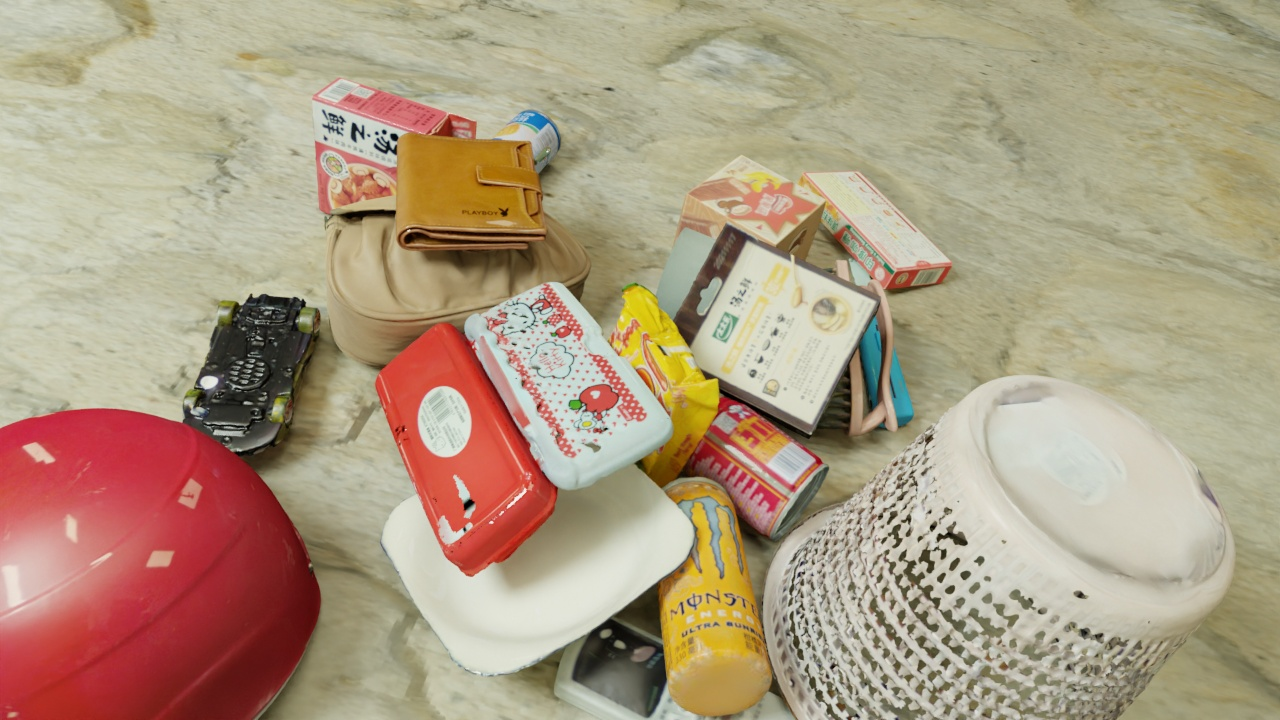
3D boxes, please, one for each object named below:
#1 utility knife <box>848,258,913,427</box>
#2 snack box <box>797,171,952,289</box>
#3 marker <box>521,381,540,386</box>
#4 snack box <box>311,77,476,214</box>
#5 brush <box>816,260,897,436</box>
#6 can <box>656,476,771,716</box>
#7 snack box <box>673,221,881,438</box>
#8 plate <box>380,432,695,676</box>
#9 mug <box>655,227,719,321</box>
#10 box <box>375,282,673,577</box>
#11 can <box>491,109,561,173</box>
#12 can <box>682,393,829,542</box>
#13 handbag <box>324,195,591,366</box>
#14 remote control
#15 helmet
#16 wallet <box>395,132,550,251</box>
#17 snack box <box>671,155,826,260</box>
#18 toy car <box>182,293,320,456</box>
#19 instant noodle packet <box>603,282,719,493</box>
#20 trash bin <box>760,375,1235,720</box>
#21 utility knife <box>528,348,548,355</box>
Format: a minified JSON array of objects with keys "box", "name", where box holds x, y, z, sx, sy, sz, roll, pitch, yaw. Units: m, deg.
[{"box":[0.202,-0.022,0.797,0.034,0.018,0.207,6,44,-5],"name":"utility knife"},{"box":[0.224,-0.131,0.891,0.076,0.027,0.155,-8,48,-30],"name":"snack box"},{"box":[-0.047,0.020,0.704,0.146,0.017,0.016,8,46,-4],"name":"marker"},{"box":[-0.209,-0.163,0.778,0.127,0.113,0.044,19,42,7],"name":"snack box"},{"box":[0.166,-0.006,0.731,0.073,0.063,0.145,-1,57,1],"name":"brush"},{"box":[0.039,0.139,0.560,0.058,0.058,0.145,4,34,-8],"name":"can"},{"box":[0.095,-0.021,0.675,0.126,0.053,0.113,27,84,12],"name":"snack box"},{"box":[-0.063,0.116,0.574,0.163,0.034,0.164,-28,42,-21],"name":"plate"},{"box":[0.063,-0.035,0.747,0.103,0.084,0.123,20,73,6],"name":"mug"},{"box":[-0.084,0.028,0.593,0.160,0.050,0.201,-34,42,-5],"name":"box"},{"box":[-0.126,-0.180,0.854,0.053,0.053,0.134,22,46,10],"name":"can"},{"box":[0.075,0.073,0.643,0.094,0.067,0.066,36,50,21],"name":"can"},{"box":[-0.145,-0.078,0.719,0.204,0.100,0.147,-14,55,-30],"name":"handbag"},{"box":[0.024,0.201,0.541,0.150,0.021,0.058,23,46,10],"name":"remote control"},{"box":[-0.298,0.105,0.485,0.240,0.144,0.206,31,50,19],"name":"helmet"},{"box":[-0.122,-0.127,0.690,0.119,0.035,0.130,-4,43,-11],"name":"wallet"},{"box":[0.096,-0.117,0.822,0.094,0.077,0.092,34,49,19],"name":"snack box"},{"box":[-0.274,0.008,0.649,0.070,0.042,0.157,6,45,-6],"name":"toy car"},{"box":[0.002,0.027,0.627,0.044,0.129,0.110,-8,48,-31],"name":"instant noodle packet"},{"box":[0.206,0.122,0.524,0.227,0.193,0.227,10,44,-10],"name":"trash bin"},{"box":[-0.004,0.004,0.717,0.178,0.013,0.029,7,87,6],"name":"utility knife"}]
